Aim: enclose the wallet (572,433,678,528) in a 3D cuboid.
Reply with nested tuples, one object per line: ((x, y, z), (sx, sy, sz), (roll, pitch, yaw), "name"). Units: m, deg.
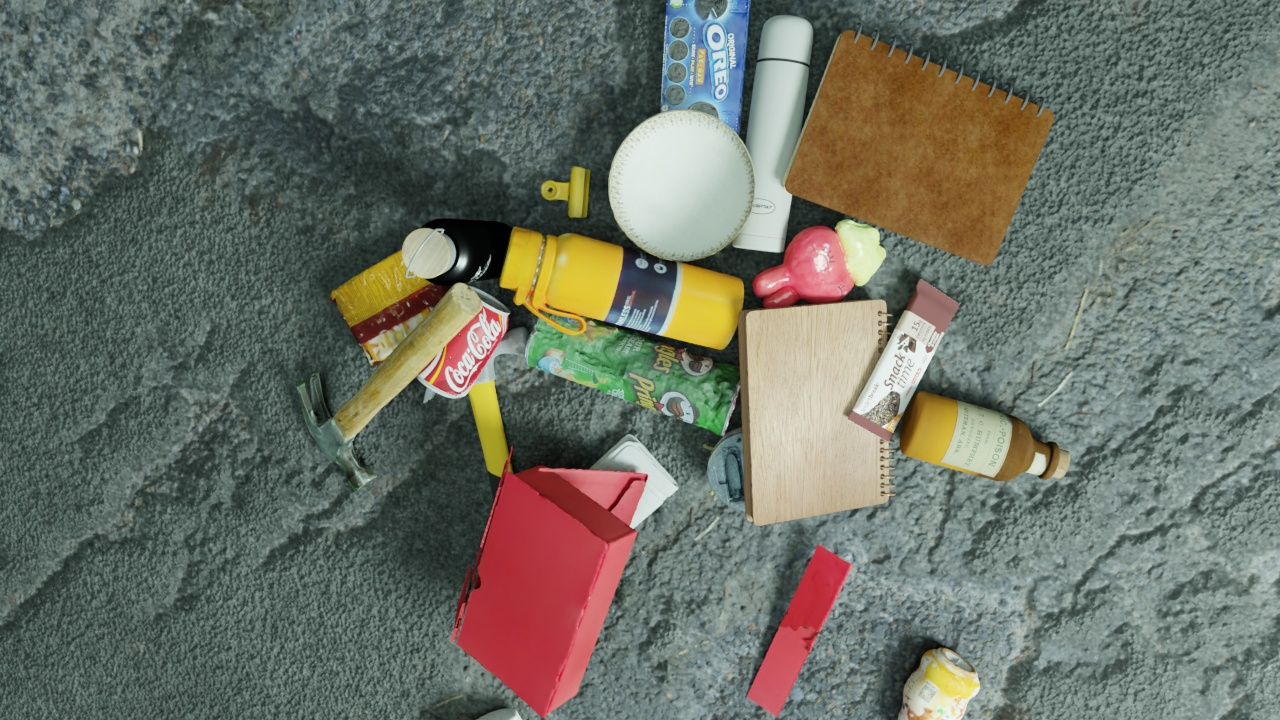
((-0.025, 0.145, 0.988), (0.086, 0.032, 0.116), (43, 101, -2), "wallet")

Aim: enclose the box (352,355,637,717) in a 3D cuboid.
((-0.184, 0.139, 1.032), (0.511, 0.140, 0.216), (38, 117, 44), "box")

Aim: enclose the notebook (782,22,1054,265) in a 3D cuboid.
((0.267, -0.205, 0.881), (0.225, 0.024, 0.167), (18, 100, -9), "notebook")

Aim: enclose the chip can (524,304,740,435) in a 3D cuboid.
((-0.007, 0.007, 0.945), (0.223, 0.075, 0.075), (19, 100, 5), "chip can")

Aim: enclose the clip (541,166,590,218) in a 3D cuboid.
((-0.078, -0.175, 0.952), (0.049, 0.044, 0.054), (2, 100, -18), "clip")

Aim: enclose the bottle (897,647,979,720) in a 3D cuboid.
((0.304, 0.357, 0.958), (0.063, 0.063, 0.109), (29, 101, 3), "bottle")

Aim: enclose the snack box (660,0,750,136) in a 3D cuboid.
((0.064, -0.296, 0.916), (0.082, 0.027, 0.150), (4, 99, 8), "snack box")

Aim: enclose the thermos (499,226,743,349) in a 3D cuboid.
((-0.020, -0.067, 0.899), (0.232, 0.076, 0.091), (14, 57, -12), "thermos")

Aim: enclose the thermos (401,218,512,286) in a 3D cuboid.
((-0.171, -0.103, 0.870), (0.061, 0.231, 0.061), (1, 98, 7), "thermos")

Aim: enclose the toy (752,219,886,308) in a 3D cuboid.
((0.176, -0.091, 0.909), (0.135, 0.045, 0.092), (-23, 127, 5), "toy")

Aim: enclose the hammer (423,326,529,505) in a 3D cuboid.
((-0.151, 0.131, 1.006), (0.127, 0.029, 0.323), (-10, 97, 9), "hammer")

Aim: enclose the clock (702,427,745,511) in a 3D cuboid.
((0.125, 0.109, 0.950), (0.118, 0.057, 0.083), (-7, 96, 8), "clock")

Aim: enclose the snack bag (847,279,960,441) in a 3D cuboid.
((0.264, 0.001, 0.917), (0.057, 0.013, 0.158), (29, 89, -19), "snack bag")

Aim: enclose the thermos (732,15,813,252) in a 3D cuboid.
((0.131, -0.221, 0.905), (0.052, 0.052, 0.224), (8, 99, 6), "thermos")

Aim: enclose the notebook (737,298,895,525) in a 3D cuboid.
((0.180, 0.049, 0.916), (0.169, 0.022, 0.210), (-6, 99, -20), "notebook")

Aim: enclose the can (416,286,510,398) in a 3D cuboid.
((-0.182, -0.018, 0.939), (0.064, 0.064, 0.105), (34, 99, 2), "can")

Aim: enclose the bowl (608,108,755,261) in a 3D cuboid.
((0.045, -0.169, 0.910), (0.145, 0.063, 0.145), (0, 92, 12), "bowl")

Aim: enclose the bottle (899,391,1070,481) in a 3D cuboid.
((0.344, 0.083, 0.912), (0.157, 0.067, 0.068), (16, 99, 5), "bottle")

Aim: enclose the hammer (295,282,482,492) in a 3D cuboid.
((-0.254, 0.017, 0.922), (0.332, 0.033, 0.132), (-37, 88, 41), "hammer")

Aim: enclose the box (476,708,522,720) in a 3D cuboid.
((-0.119, 0.449, 1.004), (0.144, 0.083, 0.137), (-28, 95, 35), "box")

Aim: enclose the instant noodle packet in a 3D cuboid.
((-0.256, -0.061, 0.986), (0.135, 0.039, 0.098), (-27, 94, 12), "instant noodle packet")
